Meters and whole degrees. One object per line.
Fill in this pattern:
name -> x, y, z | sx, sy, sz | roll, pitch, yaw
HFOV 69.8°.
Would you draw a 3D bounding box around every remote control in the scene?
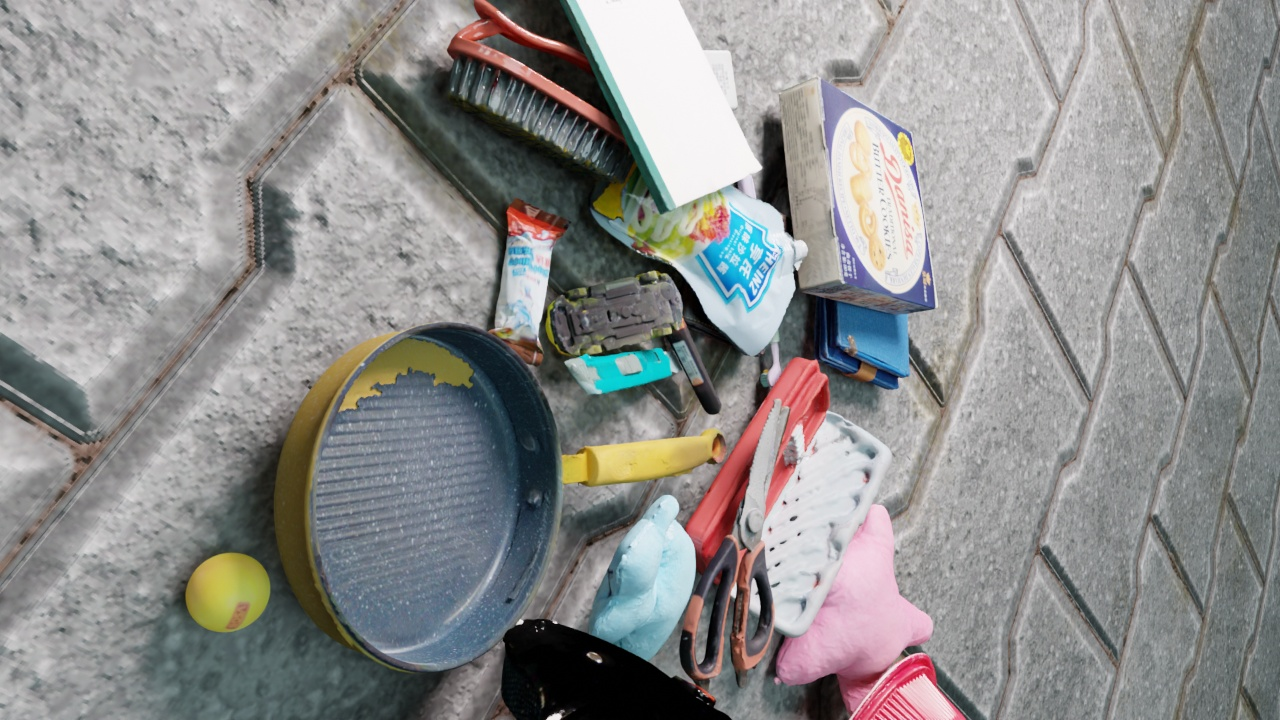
remote control -> 0.028, -0.215, 0.710 | 0.124, 0.024, 0.049 | -18, 103, -42

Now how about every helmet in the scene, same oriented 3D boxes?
helmet -> -0.019, 0.299, 0.524 | 0.233, 0.230, 0.274 | -63, 160, -1

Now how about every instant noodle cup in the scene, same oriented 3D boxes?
instant noodle cup -> 0.239, 0.368, 0.842 | 0.193, 0.066, 0.194 | -26, 129, -37

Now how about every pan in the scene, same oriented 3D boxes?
pan -> -0.061, 0.074, 0.590 | 0.356, 0.078, 0.197 | -4, 92, -56

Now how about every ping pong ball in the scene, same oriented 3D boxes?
ping pong ball -> -0.214, 0.120, 0.476 | 0.040, 0.040, 0.040 | 0, 91, -43

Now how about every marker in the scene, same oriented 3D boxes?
marker -> 0.033, -0.013, 0.710 | 0.124, 0.018, 0.015 | 64, 32, -11

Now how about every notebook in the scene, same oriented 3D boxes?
notebook -> 0.007, -0.213, 0.642 | 0.150, 0.012, 0.209 | -35, 101, -53

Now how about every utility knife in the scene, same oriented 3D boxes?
utility knife -> -0.004, 0.004, 0.650 | 0.179, 0.013, 0.029 | -10, 75, -65

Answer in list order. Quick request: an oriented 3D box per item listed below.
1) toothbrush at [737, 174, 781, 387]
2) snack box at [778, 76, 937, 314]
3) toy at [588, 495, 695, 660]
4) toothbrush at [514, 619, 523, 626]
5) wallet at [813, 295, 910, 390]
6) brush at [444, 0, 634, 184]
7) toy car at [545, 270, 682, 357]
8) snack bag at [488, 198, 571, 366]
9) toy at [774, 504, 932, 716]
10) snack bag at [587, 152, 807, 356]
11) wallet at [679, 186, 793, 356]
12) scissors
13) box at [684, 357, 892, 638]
toothbrush -> 0.101, -0.071, 0.784 | 0.029, 0.021, 0.189 | -44, 126, -78
snack box -> 0.198, -0.140, 0.826 | 0.182, 0.046, 0.177 | 6, 76, -47
toy -> 0.006, 0.159, 0.647 | 0.156, 0.050, 0.161 | -18, 129, -61
toothbrush -> -0.034, 0.225, 0.655 | 0.224, 0.027, 0.026 | 47, 47, -33
wallet -> 0.212, -0.034, 0.876 | 0.133, 0.040, 0.106 | 18, 70, -42
brush -> -0.061, -0.175, 0.600 | 0.145, 0.063, 0.069 | 21, 91, -40
toy car -> -0.018, -0.032, 0.656 | 0.105, 0.032, 0.048 | -16, 91, -27
snack bag -> -0.077, -0.051, 0.612 | 0.048, 0.026, 0.104 | 17, 78, -28
toy -> 0.181, 0.226, 0.828 | 0.178, 0.075, 0.194 | -34, 109, -25
snack bag -> 0.052, -0.096, 0.702 | 0.191, 0.039, 0.110 | 37, 66, -27
wallet -> 0.079, -0.075, 0.750 | 0.096, 0.020, 0.122 | 21, 79, -33
scissors -> 0.088, 0.140, 0.698 | 0.206, 0.015, 0.192 | -39, 114, -32
box -> 0.123, 0.111, 0.771 | 0.154, 0.074, 0.200 | 47, 62, -22
